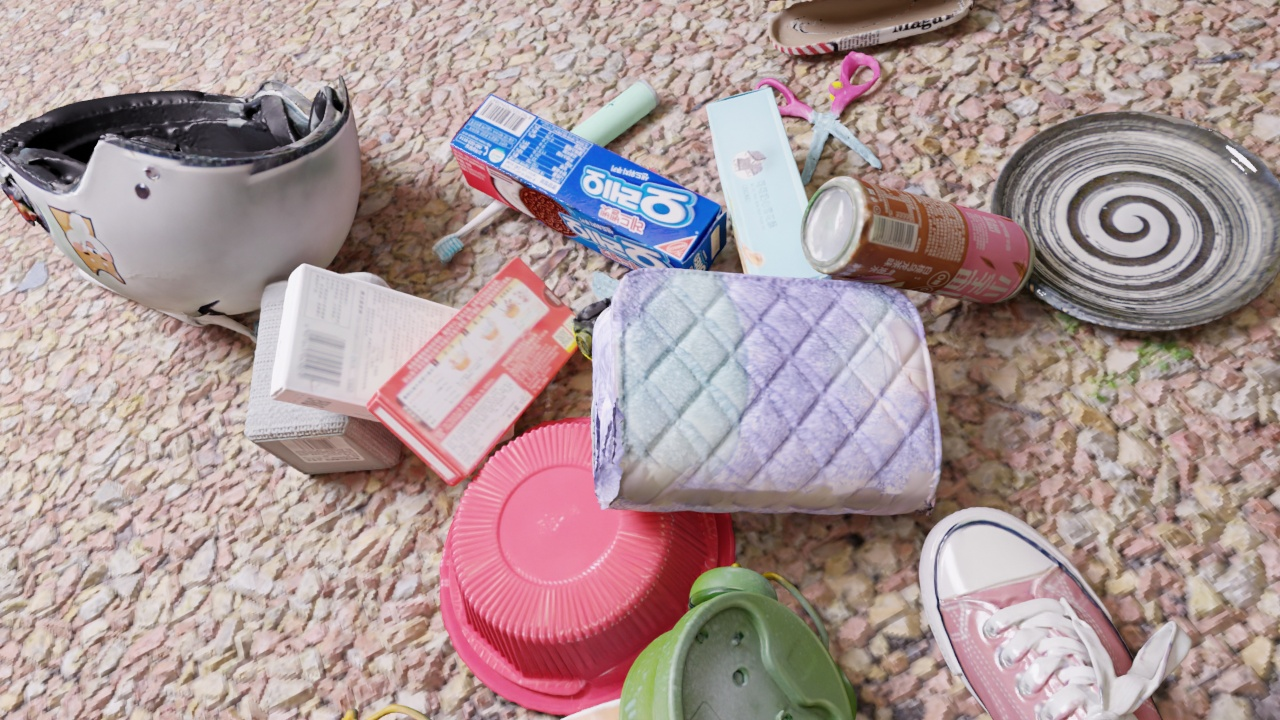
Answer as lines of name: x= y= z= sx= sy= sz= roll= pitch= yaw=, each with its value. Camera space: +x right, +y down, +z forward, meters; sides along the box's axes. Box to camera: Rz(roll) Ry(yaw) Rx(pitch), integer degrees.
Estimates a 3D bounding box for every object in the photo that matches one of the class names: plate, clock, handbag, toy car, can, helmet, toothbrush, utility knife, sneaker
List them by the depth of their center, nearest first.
sneaker: x=0.213 y=0.172 z=0.442 sx=0.118 sy=0.088 sz=0.240 roll=-21 pitch=59 yaw=2
clock: x=0.054 y=0.170 z=0.463 sx=0.116 sy=0.056 sz=0.160 roll=52 pitch=43 yaw=-1
clock: x=-0.164 y=0.265 z=0.498 sx=0.117 sy=0.060 sz=0.158 roll=24 pitch=71 yaw=26
handbag: x=0.070 y=0.022 z=0.528 sx=0.193 sy=0.076 sz=0.134 roll=4 pitch=67 yaw=-13
can: x=0.171 y=-0.071 z=0.565 sx=0.147 sy=0.058 sz=0.057 roll=7 pitch=54 yaw=-28
plate: x=0.323 y=-0.091 z=0.605 sx=0.179 sy=0.024 sz=0.179 roll=-6 pitch=59 yaw=9
toy car: x=-0.004 y=0.004 z=0.620 sx=0.048 sy=0.032 sz=0.105 roll=-34 pitch=71 yaw=-25
utility knife: x=0.050 y=-0.012 z=0.628 sx=0.221 sy=0.022 sz=0.030 roll=31 pitch=71 yaw=20
helmet: x=-0.330 y=-0.118 z=0.694 sx=0.274 sy=0.157 sz=0.229 roll=9 pitch=30 yaw=31
toothbrush: x=-0.076 y=-0.152 z=0.734 sx=0.224 sy=0.026 sz=0.027 roll=-39 pitch=65 yaw=-10
toothbrush: x=-0.376 y=-0.048 z=0.747 sx=0.221 sy=0.026 sz=0.026 roll=19 pitch=107 yaw=23

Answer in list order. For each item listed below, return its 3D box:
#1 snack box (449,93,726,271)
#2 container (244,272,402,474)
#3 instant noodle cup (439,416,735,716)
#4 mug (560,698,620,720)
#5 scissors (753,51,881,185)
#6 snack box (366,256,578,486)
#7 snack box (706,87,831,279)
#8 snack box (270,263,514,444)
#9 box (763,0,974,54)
snack box: x=-0.039 y=-0.122 z=0.671 sx=0.207 sy=0.058 sz=0.057 roll=29 pitch=72 yaw=16
container: x=-0.212 y=0.013 z=0.638 sx=0.090 sy=0.090 sz=0.114 roll=-6 pitch=63 yaw=11
instant noodle cup: x=-0.042 y=0.108 z=0.555 sx=0.194 sy=0.066 sz=0.193 roll=-7 pitch=59 yaw=11
mug: x=0.003 y=0.240 z=0.466 sx=0.078 sy=0.078 sz=0.122 roll=-19 pitch=64 yaw=2
scissors: x=0.137 y=-0.190 z=0.712 sx=0.130 sy=0.017 sz=0.133 roll=16 pitch=69 yaw=19
snack box: x=-0.100 y=0.003 z=0.600 sx=0.075 sy=0.026 sz=0.152 roll=45 pitch=49 yaw=-9
snack box: x=0.088 y=-0.100 z=0.636 sx=0.052 sy=0.074 sz=0.174 roll=-14 pitch=58 yaw=6
snack box: x=-0.154 y=0.000 z=0.598 sx=0.027 sy=0.156 sz=0.084 roll=-26 pitch=56 yaw=46
box: x=0.183 y=-0.282 z=0.738 sx=0.163 sy=0.083 sz=0.075 roll=-11 pitch=18 yaw=8
